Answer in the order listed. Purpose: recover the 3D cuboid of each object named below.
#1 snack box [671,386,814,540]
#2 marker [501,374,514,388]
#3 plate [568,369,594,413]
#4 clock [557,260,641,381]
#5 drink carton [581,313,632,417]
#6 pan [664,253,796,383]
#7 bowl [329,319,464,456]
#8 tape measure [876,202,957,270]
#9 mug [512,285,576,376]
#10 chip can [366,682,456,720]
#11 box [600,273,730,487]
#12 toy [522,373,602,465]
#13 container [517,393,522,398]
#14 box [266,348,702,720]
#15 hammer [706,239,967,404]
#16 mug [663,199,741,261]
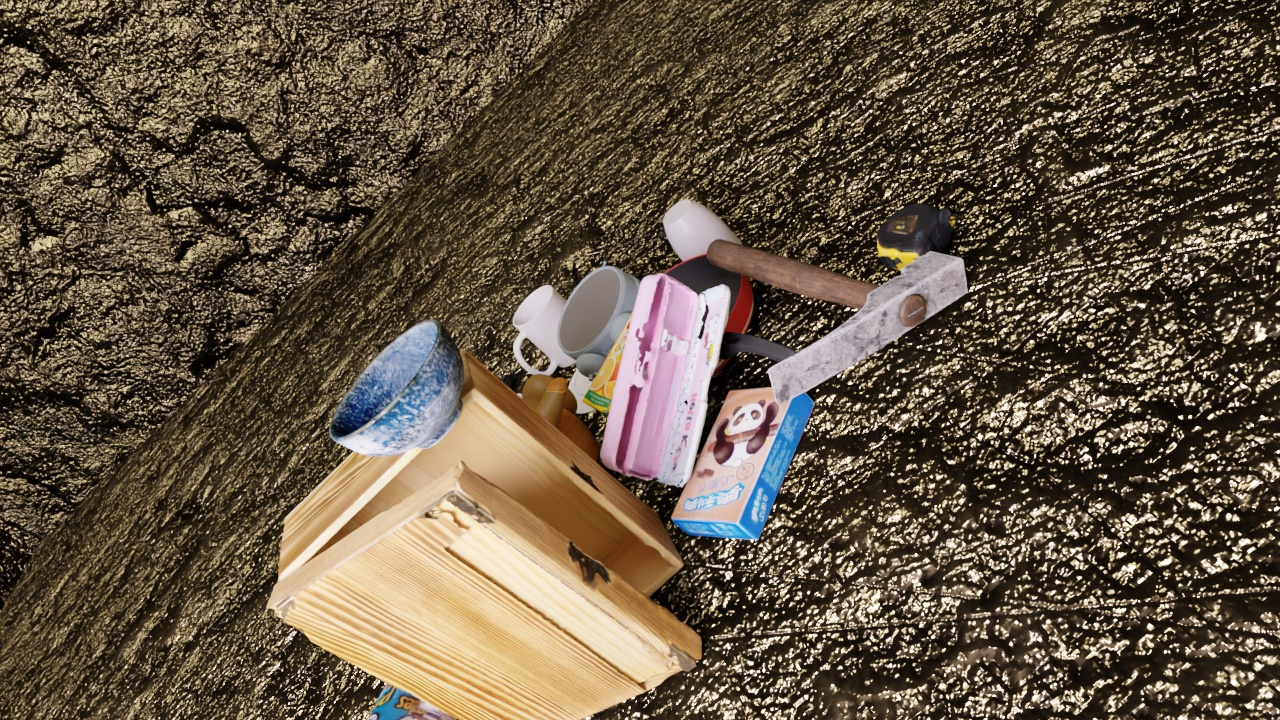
[{"bbox_3d":[0.096,0.093,0.856,0.087,0.034,0.151,-8,47,49],"label":"snack box"},{"bbox_3d":[-0.213,0.072,1.310,0.016,0.022,0.138,-6,46,37],"label":"marker"},{"bbox_3d":[-0.049,0.011,1.180,0.135,0.011,0.134,-33,31,23],"label":"plate"},{"bbox_3d":[-0.044,-0.043,1.081,0.123,0.045,0.159,-45,35,22],"label":"clock"},{"bbox_3d":[-0.006,0.006,0.982,0.122,0.041,0.058,-60,29,-6],"label":"drink carton"},{"bbox_3d":[0.074,-0.022,1.000,0.208,0.067,0.356,-51,29,-9],"label":"pan"},{"bbox_3d":[-0.170,0.031,0.685,0.115,0.061,0.114,-33,29,21],"label":"bowl"},{"bbox_3d":[0.267,-0.120,0.897,0.072,0.042,0.071,2,57,57],"label":"tape measure"},{"bbox_3d":[-0.127,-0.032,1.257,0.074,0.090,0.110,4,55,55],"label":"mug"},{"bbox_3d":[-0.210,0.330,0.855,0.080,0.080,0.229,-39,9,12],"label":"chip can"},{"bbox_3d":[0.038,0.020,0.892,0.095,0.088,0.202,6,78,38],"label":"box"},{"bbox_3d":[-0.139,0.128,0.973,0.202,0.162,0.199,-53,-13,-42],"label":"toy"},{"bbox_3d":[-0.192,0.106,1.208,0.129,0.049,0.080,-28,33,30],"label":"container"},{"bbox_3d":[-0.136,0.194,0.782,0.257,0.279,0.215,-43,30,7],"label":"box"},{"bbox_3d":[0.129,-0.064,0.898,0.217,0.037,0.301,-30,29,-20],"label":"hammer"},{"bbox_3d":[0.072,-0.166,1.164,0.071,0.089,0.107,-34,31,21],"label":"mug"}]
